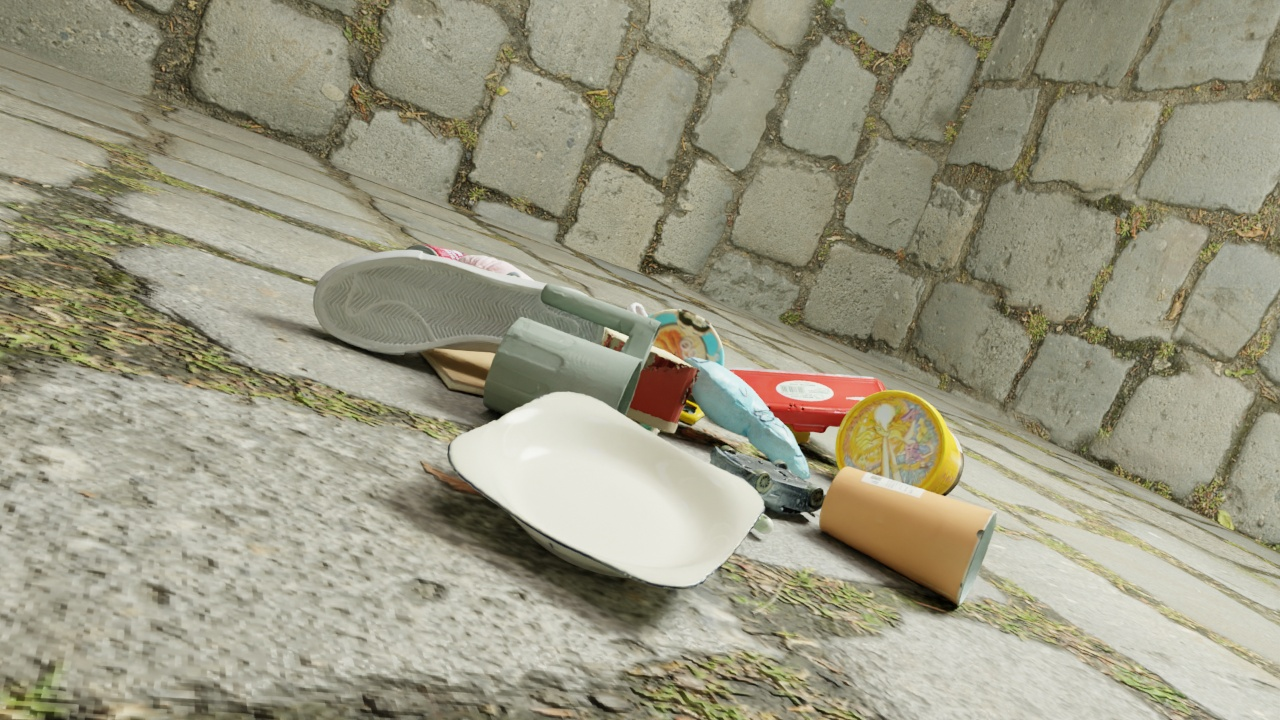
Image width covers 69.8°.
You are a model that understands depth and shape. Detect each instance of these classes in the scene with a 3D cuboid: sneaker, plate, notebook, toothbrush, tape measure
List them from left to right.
[{"bbox_3d":[-0.154,-0.048,0.796,0.242,0.089,0.091,7,12,-15],"label":"sneaker"},{"bbox_3d":[-0.103,0.020,0.858,0.211,0.012,0.149,16,9,-33],"label":"notebook"},{"bbox_3d":[-0.020,0.080,0.542,0.164,0.034,0.163,28,22,17],"label":"plate"},{"bbox_3d":[0.044,0.092,0.746,0.029,0.020,0.189,-17,29,-28],"label":"toothbrush"},{"bbox_3d":[0.173,0.078,1.113,0.060,0.029,0.057,16,10,-36],"label":"tape measure"}]

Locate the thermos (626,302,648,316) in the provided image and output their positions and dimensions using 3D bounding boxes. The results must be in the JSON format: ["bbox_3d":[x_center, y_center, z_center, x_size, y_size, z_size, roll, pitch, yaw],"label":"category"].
[{"bbox_3d":[-0.023,-0.035,1.157,0.067,0.087,0.198,-23,-9,23],"label":"thermos"}]

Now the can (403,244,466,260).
[{"bbox_3d":[-0.234,-0.098,1.068,0.066,0.066,0.093,25,9,18],"label":"can"}]

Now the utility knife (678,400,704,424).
[{"bbox_3d":[0.000,0.029,0.984,0.154,0.015,0.033,25,45,1],"label":"utility knife"}]

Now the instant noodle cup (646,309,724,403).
[{"bbox_3d":[0.046,0.000,1.059,0.111,0.111,0.120,23,2,10],"label":"instant noodle cup"}]

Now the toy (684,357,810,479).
[{"bbox_3d":[0.100,0.052,0.918,0.156,0.049,0.161,35,-10,42],"label":"toy"}]

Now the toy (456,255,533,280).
[{"bbox_3d":[-0.143,-0.072,1.043,0.121,0.054,0.159,24,-5,27],"label":"toy"}]

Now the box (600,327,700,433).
[{"bbox_3d":[-0.005,0.005,0.855,0.091,0.077,0.168,21,3,-9],"label":"box"}]

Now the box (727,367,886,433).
[{"bbox_3d":[0.190,0.037,1.102,0.201,0.065,0.159,3,16,-6],"label":"box"}]

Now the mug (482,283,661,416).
[{"bbox_3d":[-0.053,0.004,0.731,0.103,0.123,0.084,21,-25,6],"label":"mug"}]

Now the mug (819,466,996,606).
[{"bbox_3d":[0.211,0.133,0.735,0.123,0.078,0.078,22,8,28],"label":"mug"}]

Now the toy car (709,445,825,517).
[{"bbox_3d":[0.105,0.102,0.761,0.120,0.037,0.054,23,7,-41],"label":"toy car"}]

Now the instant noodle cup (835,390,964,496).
[{"bbox_3d":[0.288,0.101,0.993,0.118,0.118,0.114,29,4,38],"label":"instant noodle cup"}]
